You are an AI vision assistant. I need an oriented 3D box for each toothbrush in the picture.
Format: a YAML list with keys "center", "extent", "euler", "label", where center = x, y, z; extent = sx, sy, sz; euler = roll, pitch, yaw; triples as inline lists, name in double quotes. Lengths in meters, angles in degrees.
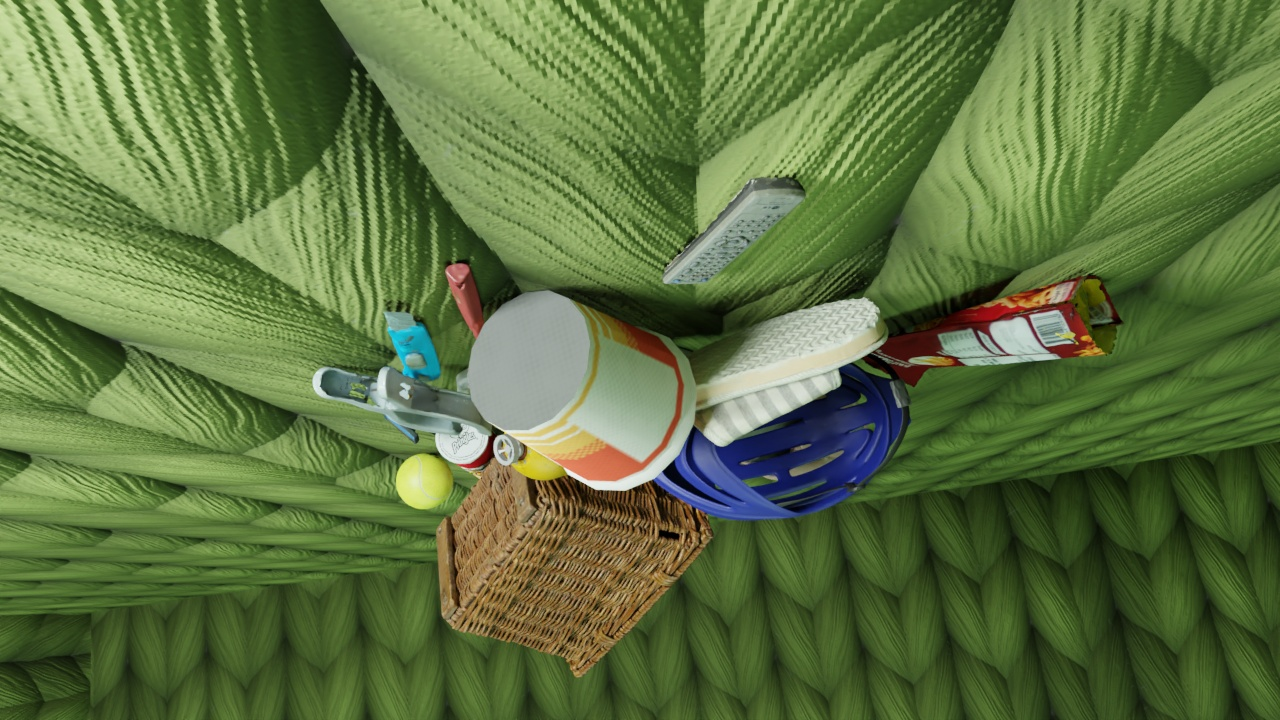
- center: [-0.112, -0.024, 0.619]
  extent: [0.016, 0.016, 0.190]
  euler: [-6, 165, -6]
  label: "toothbrush"

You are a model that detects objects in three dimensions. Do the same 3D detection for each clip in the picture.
- center: [-0.196, 0.036, 0.749]
  extent: [0.115, 0.028, 0.163]
  euler: [-3, 163, 25]
  label: "clip"

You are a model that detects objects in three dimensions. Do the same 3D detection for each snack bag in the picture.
- center: [0.287, -0.014, 0.789]
  extent: [0.138, 0.066, 0.208]
  euler: [13, 157, -42]
  label: "snack bag"

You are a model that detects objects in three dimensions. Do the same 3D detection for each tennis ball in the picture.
- center: [-0.254, 0.142, 1.079]
  extent: [0.065, 0.065, 0.065]
  euler: [-7, 165, -2]
  label: "tennis ball"

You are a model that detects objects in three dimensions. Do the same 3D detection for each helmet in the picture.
- center: [0.133, 0.061, 0.804]
  extent: [0.241, 0.147, 0.228]
  euler: [-14, 170, -11]
  label: "helmet"

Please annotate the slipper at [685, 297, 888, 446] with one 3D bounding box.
- center: [0.057, 0.023, 0.702]
  extent: [0.273, 0.054, 0.114]
  euler: [-20, -159, 19]
  label: "slipper"

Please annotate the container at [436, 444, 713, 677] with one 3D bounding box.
- center: [-0.081, 0.174, 0.924]
  extent: [0.183, 0.162, 0.251]
  euler: [20, 122, -30]
  label: "container"

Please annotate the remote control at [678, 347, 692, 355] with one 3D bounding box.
- center: [-0.005, 0.005, 0.780]
  extent: [0.074, 0.019, 0.151]
  euler: [-17, 163, 30]
  label: "remote control"

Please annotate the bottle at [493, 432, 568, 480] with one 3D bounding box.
- center: [-0.060, 0.064, 0.813]
  extent: [0.071, 0.071, 0.163]
  euler: [-21, 173, 41]
  label: "bottle"

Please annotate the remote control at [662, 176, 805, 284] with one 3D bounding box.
- center: [0.051, -0.071, 0.534]
  extent: [0.033, 0.013, 0.137]
  euler: [-3, 164, -20]
  label: "remote control"

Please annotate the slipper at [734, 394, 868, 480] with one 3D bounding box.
- center: [0.161, 0.077, 0.980]
  extent: [0.273, 0.114, 0.054]
  euler: [7, -176, -38]
  label: "slipper"

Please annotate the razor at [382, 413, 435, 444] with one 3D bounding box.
- center: [-0.210, 0.068, 0.915]
  extent: [0.022, 0.043, 0.144]
  euler: [-51, 168, -2]
  label: "razor"

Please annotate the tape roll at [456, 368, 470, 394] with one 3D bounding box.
- center: [-0.109, 0.019, 0.783]
  extent: [0.094, 0.018, 0.094]
  euler: [-7, 165, -2]
  label: "tape roll"

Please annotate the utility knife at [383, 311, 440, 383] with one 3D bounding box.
- center: [-0.165, -0.007, 0.664]
  extent: [0.031, 0.015, 0.186]
  euler: [-9, 165, -9]
  label: "utility knife"

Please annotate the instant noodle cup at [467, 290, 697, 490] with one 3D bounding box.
- center: [-0.043, 0.017, 0.629]
  extent: [0.124, 0.123, 0.121]
  euler: [-15, 156, 25]
  label: "instant noodle cup"

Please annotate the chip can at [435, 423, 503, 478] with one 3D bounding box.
- center: [-0.171, 0.101, 0.995]
  extent: [0.052, 0.051, 0.215]
  euler: [-8, 166, 0]
  label: "chip can"
